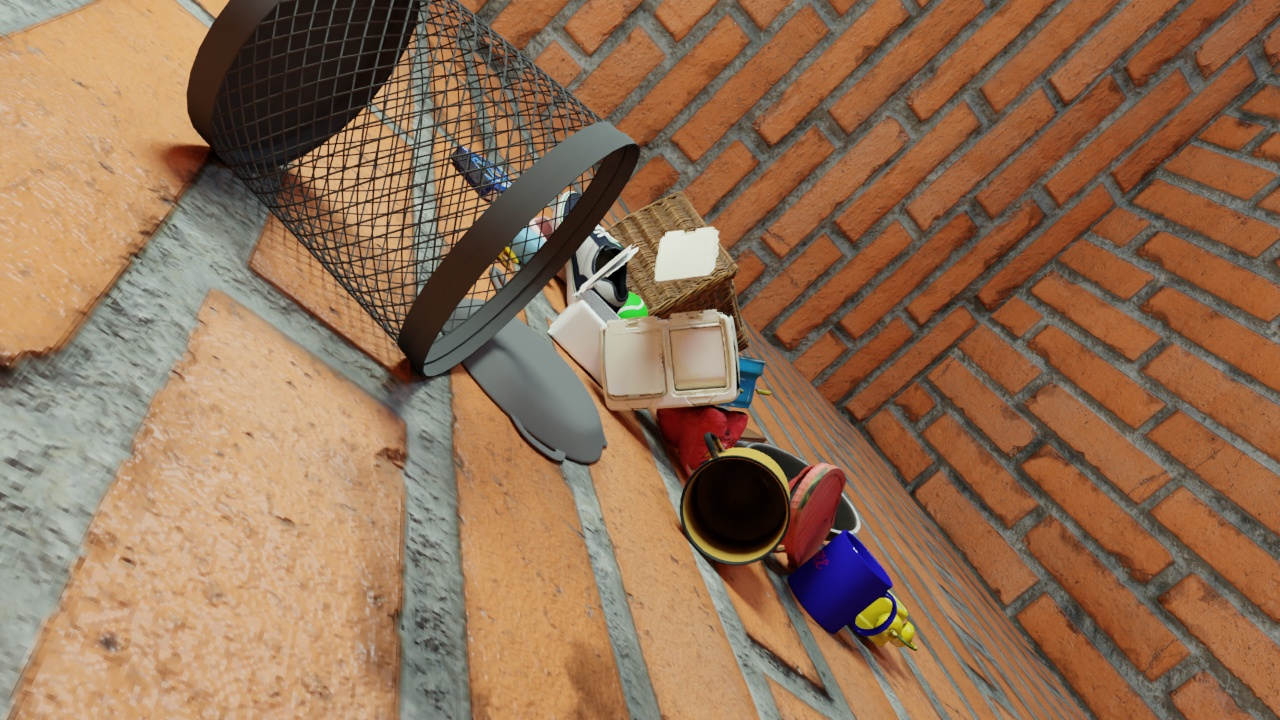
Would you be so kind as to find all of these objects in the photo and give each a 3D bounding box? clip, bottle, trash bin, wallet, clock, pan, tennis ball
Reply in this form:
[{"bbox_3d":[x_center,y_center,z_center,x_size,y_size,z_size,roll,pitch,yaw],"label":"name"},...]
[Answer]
[{"bbox_3d":[-0.166,-0.129,1.070,0.054,0.044,0.049,-111,-163,-66],"label":"clip"},{"bbox_3d":[-0.145,-0.144,1.143,0.130,0.040,0.040,37,15,-44],"label":"bottle"},{"bbox_3d":[-0.158,-0.145,0.643,0.227,0.218,0.217,43,11,1],"label":"trash bin"},{"bbox_3d":[0.097,0.076,1.197,0.121,0.013,0.087,29,12,39],"label":"wallet"},{"bbox_3d":[0.063,0.014,1.041,0.162,0.060,0.116,9,2,31],"label":"clock"},{"bbox_3d":[-0.111,-0.020,0.860,0.216,0.024,0.354,41,12,-30],"label":"pan"},{"bbox_3d":[0.175,0.177,1.177,0.187,0.055,0.356,41,21,23],"label":"pan"},{"bbox_3d":[0.287,0.309,1.111,0.083,0.057,0.118,36,9,-48],"label":"clock"},{"bbox_3d":[-0.023,-0.061,1.246,0.065,0.065,0.065,45,11,-11],"label":"tennis ball"}]

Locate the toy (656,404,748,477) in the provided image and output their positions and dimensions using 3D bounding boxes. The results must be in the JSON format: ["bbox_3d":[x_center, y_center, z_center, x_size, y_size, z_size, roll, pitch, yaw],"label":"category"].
[{"bbox_3d":[0.050,0.089,1.046,0.088,0.094,0.133,9,3,-36],"label":"toy"}]

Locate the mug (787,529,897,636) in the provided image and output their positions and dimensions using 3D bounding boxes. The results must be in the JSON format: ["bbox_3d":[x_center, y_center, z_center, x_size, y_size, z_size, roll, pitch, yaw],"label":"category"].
[{"bbox_3d":[0.233,0.258,1.021,0.111,0.083,0.079,47,11,3],"label":"mug"}]

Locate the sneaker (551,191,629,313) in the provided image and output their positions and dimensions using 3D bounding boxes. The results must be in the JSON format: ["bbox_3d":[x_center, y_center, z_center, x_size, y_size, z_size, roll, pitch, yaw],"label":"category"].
[{"bbox_3d":[-0.058,-0.148,1.209,0.084,0.079,0.235,25,39,-38],"label":"sneaker"}]

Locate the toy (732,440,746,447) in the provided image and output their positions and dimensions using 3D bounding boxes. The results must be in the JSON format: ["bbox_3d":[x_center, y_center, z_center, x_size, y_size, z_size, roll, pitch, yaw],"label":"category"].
[{"bbox_3d":[0.096,0.100,1.204,0.111,0.030,0.049,12,33,-44],"label":"toy"}]

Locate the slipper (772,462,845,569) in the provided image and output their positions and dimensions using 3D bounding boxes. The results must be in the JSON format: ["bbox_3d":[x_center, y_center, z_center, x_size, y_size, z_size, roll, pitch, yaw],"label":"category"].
[{"bbox_3d":[0.175,0.172,1.020,0.059,0.103,0.249,33,-17,22],"label":"slipper"}]

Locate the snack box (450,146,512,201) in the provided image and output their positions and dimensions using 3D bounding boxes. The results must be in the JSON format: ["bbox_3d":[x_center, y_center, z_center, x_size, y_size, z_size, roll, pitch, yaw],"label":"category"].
[{"bbox_3d":[-0.214,-0.259,1.330,0.082,0.027,0.150,49,11,8],"label":"snack box"}]

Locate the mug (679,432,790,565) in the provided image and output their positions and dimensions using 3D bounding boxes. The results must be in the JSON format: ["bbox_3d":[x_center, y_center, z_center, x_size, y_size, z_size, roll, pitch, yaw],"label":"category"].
[{"bbox_3d":[0.090,0.125,0.884,0.094,0.100,0.123,-7,74,-79],"label":"mug"}]

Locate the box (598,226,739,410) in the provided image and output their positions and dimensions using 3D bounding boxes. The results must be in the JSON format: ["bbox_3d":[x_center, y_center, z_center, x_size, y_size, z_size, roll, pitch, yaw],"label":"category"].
[{"bbox_3d":[0.021,-0.040,0.938,0.070,0.143,0.186,-21,105,-77],"label":"box"}]

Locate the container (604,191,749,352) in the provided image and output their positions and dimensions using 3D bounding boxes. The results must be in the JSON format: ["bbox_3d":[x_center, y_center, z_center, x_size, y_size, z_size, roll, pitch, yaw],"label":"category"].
[{"bbox_3d":[0.058,-0.107,1.423,0.183,0.162,0.249,62,1,-41],"label":"container"}]

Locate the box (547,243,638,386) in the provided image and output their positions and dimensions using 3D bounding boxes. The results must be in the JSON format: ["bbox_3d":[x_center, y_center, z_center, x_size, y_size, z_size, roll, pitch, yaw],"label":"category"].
[{"bbox_3d":[-0.029,-0.062,1.039,0.121,0.136,0.109,47,8,-7],"label":"box"}]

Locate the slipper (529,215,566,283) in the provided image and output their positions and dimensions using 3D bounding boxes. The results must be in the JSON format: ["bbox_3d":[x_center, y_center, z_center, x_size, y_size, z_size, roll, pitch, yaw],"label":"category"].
[{"bbox_3d":[-0.094,-0.142,1.296,0.221,0.056,0.106,38,15,-45],"label":"slipper"}]
